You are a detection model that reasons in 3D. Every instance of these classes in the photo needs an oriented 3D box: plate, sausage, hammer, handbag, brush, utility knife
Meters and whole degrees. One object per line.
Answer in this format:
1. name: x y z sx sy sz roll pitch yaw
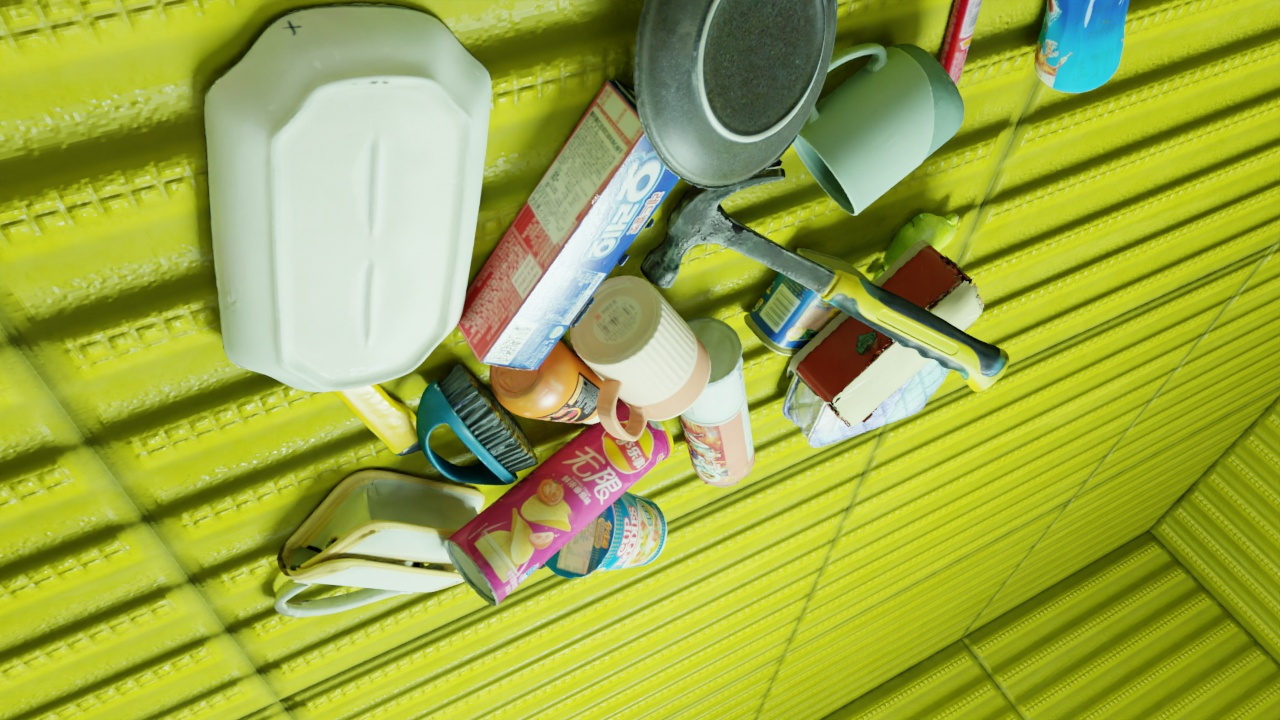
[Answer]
1. plate: 0.069 -0.191 0.561 0.179 0.024 0.180 -23 126 -35
2. sausage: 0.242 -0.265 0.678 0.020 0.020 0.156 -25 146 -15
3. hammer: 0.169 -0.055 0.738 0.323 0.031 0.126 24 121 -19
4. handbag: -0.231 0.180 0.806 0.179 0.063 0.163 -42 145 18
5. brush: -0.136 0.062 0.733 0.073 0.055 0.144 -35 147 -6
6. plate: -0.163 -0.074 0.542 0.161 0.034 0.266 -12 138 -32
7. handbag: 0.245 0.011 0.988 0.193 0.075 0.134 -13 137 -32
8. utility knife: -0.198 0.027 0.673 0.033 0.015 0.168 -35 147 -9

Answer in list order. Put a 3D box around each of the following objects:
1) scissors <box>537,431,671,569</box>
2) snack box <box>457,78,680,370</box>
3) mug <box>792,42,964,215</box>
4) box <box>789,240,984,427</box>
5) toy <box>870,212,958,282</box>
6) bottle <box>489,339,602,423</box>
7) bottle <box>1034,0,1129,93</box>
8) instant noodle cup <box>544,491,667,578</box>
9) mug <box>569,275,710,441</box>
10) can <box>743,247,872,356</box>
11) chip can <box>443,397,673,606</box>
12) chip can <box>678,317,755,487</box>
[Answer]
1. scissors: -0.070 0.144 0.929 0.197 0.021 0.228 -8 140 -33
2. snack box: -0.047 -0.085 0.621 0.057 0.058 0.208 9 128 -47
3. mug: 0.167 -0.182 0.672 0.106 0.082 0.112 -39 124 8
4. box: 0.230 -0.016 0.835 0.168 0.077 0.091 -44 145 7
5. toy: 0.266 -0.102 0.897 0.096 0.031 0.100 -28 147 -6
6. bottle: -0.063 0.023 0.750 0.067 0.066 0.149 -40 154 9
7. bottle: 0.337 -0.296 0.677 0.065 0.065 0.219 -32 148 -3
8. instant noodle cup: -0.032 0.164 0.900 0.099 0.099 0.109 -47 146 19
9. mug: -0.004 0.004 0.734 0.106 0.082 0.114 47 59 -55
10. can: 0.158 -0.052 0.846 0.102 0.057 0.083 5 128 -46
11. chip can: -0.067 0.118 0.797 0.210 0.071 0.071 -39 152 -27
12. chip can: 0.070 0.047 0.882 0.071 0.071 0.215 -30 147 -7
